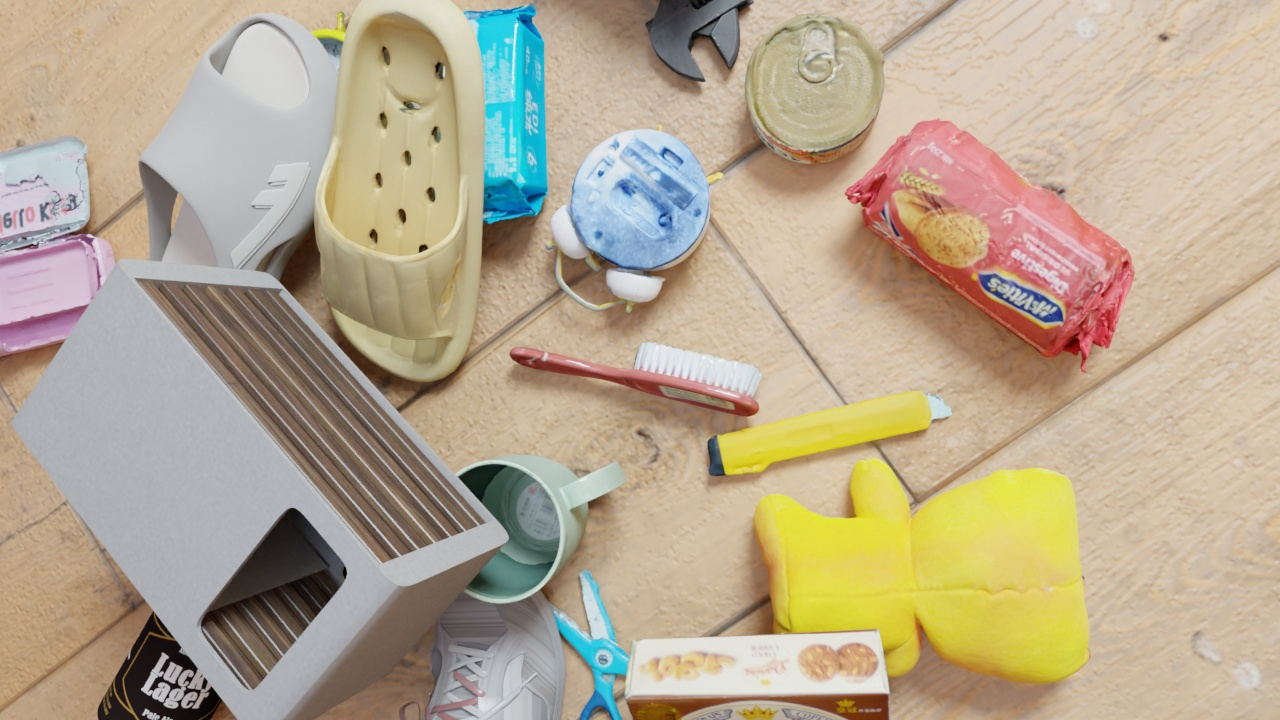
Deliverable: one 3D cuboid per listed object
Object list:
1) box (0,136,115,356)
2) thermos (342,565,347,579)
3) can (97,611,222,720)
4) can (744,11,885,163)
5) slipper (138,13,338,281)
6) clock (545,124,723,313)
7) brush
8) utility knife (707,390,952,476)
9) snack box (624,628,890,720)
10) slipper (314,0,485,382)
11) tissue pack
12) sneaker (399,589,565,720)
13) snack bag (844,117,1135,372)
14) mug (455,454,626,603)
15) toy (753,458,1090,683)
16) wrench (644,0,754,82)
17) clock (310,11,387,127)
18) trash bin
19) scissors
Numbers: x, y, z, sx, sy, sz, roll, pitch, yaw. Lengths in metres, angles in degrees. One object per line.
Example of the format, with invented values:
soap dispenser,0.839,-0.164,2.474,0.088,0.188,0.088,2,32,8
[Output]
box,-0.496,-0.078,0.698,0.201,0.037,0.152,-11,85,10
thermos,-0.212,0.124,0.618,0.086,0.086,0.198,-13,87,10
can,-0.318,0.208,0.644,0.072,0.072,0.128,32,95,9
can,0.110,-0.171,0.583,0.086,0.043,0.086,0,90,10
slipper,-0.284,-0.097,0.604,0.113,0.080,0.266,37,114,15
clock,-0.007,-0.090,0.599,0.089,0.052,0.125,41,96,8
brush,-0.004,0.004,0.609,0.172,0.041,0.030,12,74,12
utility knife,0.120,0.047,0.593,0.159,0.017,0.030,-13,92,11
snack box,0.075,0.221,0.547,0.143,0.041,0.147,-6,128,11
slipper,-0.157,-0.091,0.563,0.111,0.079,0.262,19,121,9
tissue pack,-0.112,-0.160,0.614,0.093,0.061,0.144,-1,88,14
sneaker,-0.109,0.247,0.592,0.099,0.089,0.236,-2,89,17
snack bag,0.213,-0.074,0.547,0.176,0.082,0.082,37,96,8
mug,-0.061,0.094,0.581,0.111,0.104,0.084,-26,85,10
toy,0.165,0.126,0.550,0.194,0.087,0.134,-3,85,11
wrench,0.027,-0.321,0.614,0.073,0.018,0.273,-8,87,11
clock,-0.211,-0.173,0.636,0.083,0.057,0.119,36,102,8
trash bin,-0.206,0.066,0.506,0.229,0.114,0.115,45,104,13
scissors,-0.028,0.213,0.622,0.140,0.013,0.118,37,100,9
